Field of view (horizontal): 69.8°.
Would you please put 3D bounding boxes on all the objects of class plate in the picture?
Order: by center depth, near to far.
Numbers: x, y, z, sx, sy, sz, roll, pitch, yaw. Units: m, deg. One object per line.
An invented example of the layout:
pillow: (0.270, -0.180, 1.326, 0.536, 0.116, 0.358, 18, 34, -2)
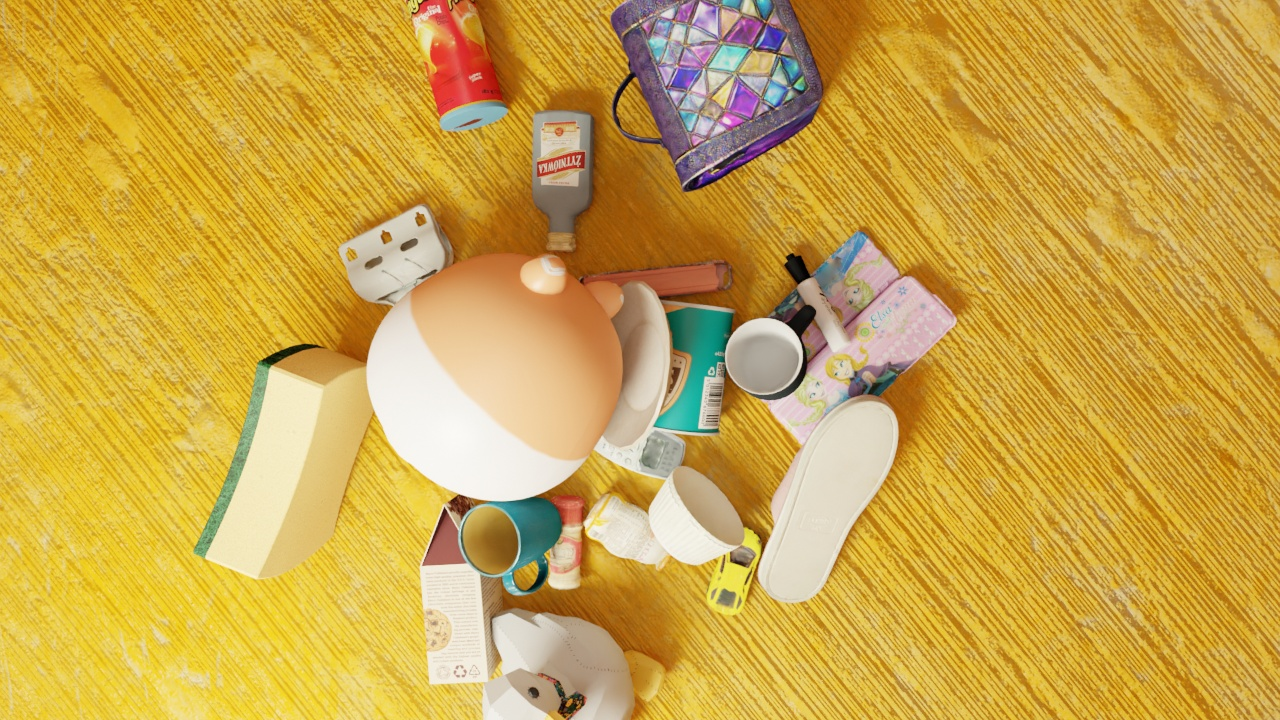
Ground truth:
plate: (-0.006, 0.006, 1.025, 0.027, 0.189, 0.189, 5, 93, -28)

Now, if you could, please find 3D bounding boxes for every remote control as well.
remote control: (-0.004, 0.102, 1.102, 0.114, 0.028, 0.060, 22, 95, 3)

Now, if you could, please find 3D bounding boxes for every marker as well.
marker: (0.203, -0.069, 1.061, 0.025, 0.025, 0.126, -29, 78, 5)

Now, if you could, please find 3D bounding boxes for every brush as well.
brush: (-0.391, 0.110, 1.049, 0.075, 0.195, 0.250, 21, 94, 3)

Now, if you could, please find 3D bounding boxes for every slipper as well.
slipper: (0.211, 0.159, 1.066, 0.114, 0.054, 0.275, 18, 107, -15)

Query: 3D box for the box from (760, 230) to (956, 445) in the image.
box: (0.231, -0.023, 1.079, 0.230, 0.035, 0.159, -44, 84, 5)

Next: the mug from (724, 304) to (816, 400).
mug: (0.155, -0.013, 1.030, 0.085, 0.094, 0.121, 40, 93, 15)

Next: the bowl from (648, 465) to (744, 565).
bowl: (0.059, 0.186, 1.065, 0.115, 0.115, 0.063, 46, 110, 1)

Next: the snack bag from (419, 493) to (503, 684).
snack bag: (-0.212, 0.264, 1.092, 0.070, 0.094, 0.206, -4, 92, 5)

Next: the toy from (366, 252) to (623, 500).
toy: (-0.148, 0.006, 0.988, 0.281, 0.262, 0.265, -45, 64, 14)

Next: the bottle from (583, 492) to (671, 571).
bottle: (-0.012, 0.206, 1.091, 0.108, 0.063, 0.063, 35, 95, 1)

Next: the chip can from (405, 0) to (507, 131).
chip can: (-0.223, -0.385, 1.069, 0.087, 0.087, 0.213, -16, 92, 5)

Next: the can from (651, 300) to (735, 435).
can: (0.051, 0.007, 1.057, 0.099, 0.099, 0.144, 7, 93, 4)

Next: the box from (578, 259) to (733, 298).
box: (0.017, -0.091, 1.085, 0.187, 0.053, 0.058, -7, 60, 3)

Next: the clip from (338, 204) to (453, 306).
clip: (-0.279, -0.099, 1.107, 0.125, 0.081, 0.147, -26, 92, 7)

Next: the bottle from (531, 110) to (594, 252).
bottle: (-0.092, -0.210, 1.086, 0.072, 0.046, 0.161, 2, 93, 4)

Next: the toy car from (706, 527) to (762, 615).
toy car: (0.113, 0.251, 1.099, 0.049, 0.030, 0.107, 16, 92, 5)

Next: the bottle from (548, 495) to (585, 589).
bottle: (-0.089, 0.219, 1.107, 0.044, 0.044, 0.109, 3, 93, 4)

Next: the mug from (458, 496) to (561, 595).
mug: (-0.139, 0.210, 1.049, 0.085, 0.104, 0.112, -18, 84, 27)

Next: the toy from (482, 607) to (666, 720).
toy: (-0.091, 0.362, 1.019, 0.247, 0.267, 0.141, 38, 96, 41)

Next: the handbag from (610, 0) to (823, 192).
handbag: (0.072, -0.314, 1.029, 0.222, 0.125, 0.205, -23, 91, 6)
